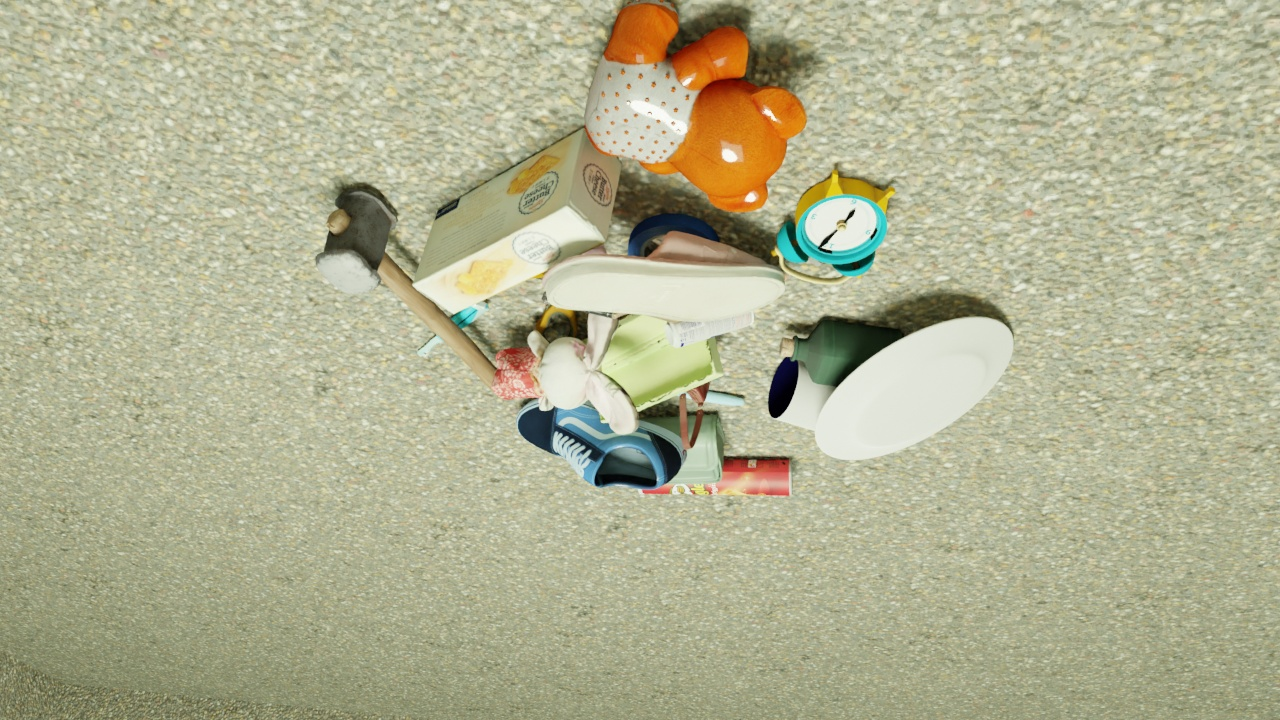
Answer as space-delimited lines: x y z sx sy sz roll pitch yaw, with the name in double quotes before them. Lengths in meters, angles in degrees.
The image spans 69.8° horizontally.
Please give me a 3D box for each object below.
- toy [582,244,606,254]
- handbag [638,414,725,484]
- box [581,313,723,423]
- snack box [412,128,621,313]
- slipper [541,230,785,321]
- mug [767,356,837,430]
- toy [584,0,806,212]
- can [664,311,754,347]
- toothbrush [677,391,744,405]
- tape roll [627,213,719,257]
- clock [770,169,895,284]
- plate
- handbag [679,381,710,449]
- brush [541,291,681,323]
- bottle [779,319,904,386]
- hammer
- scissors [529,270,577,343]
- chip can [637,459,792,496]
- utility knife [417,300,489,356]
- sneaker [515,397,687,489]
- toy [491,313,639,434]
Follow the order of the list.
"toy" -0.065 -0.106 0.922 0.047 0.063 0.110 40 162 15
"handbag" 0.048 0.118 1.227 0.122 0.067 0.106 -1 143 13
"box" 0.000 -0.003 1.080 0.189 0.066 0.127 -28 113 38
"snack box" -0.119 -0.128 0.874 0.208 0.104 0.057 -20 136 34
"slipper" 0.029 -0.082 0.889 0.273 0.054 0.114 1 157 -37
"mug" 0.207 0.045 1.095 0.097 0.078 0.112 17 172 -13
"toy" 0.044 -0.203 0.762 0.172 0.092 0.164 24 141 -2
"can" 0.074 -0.041 0.990 0.095 0.032 0.032 -17 148 -15
"toothbrush" 0.055 0.043 1.162 0.155 0.016 0.022 7 177 1
"tape roll" 0.034 -0.113 0.942 0.091 0.016 0.093 25 141 -24
"clock" 0.187 -0.123 0.882 0.099 0.043 0.130 14 138 -9
"plate" 0.309 0.042 1.023 0.242 0.016 0.243 -15 143 -12
"handbag" 0.060 0.053 1.085 0.029 0.119 0.055 -17 138 31
"brush" -0.028 -0.062 0.971 0.151 0.038 0.012 13 156 7
"bottle" 0.221 -0.007 1.020 0.131 0.061 0.061 8 143 0
"hammer" -0.233 -0.053 1.017 0.052 0.097 0.328 -10 144 22
"scissors" -0.108 -0.077 1.022 0.225 0.016 0.230 2 144 3
"chip can" 0.105 0.165 1.294 0.215 0.051 0.052 -1 144 11
"utility knife" -0.229 -0.036 1.105 0.022 0.015 0.162 29 142 -25
"sneaker" -0.068 0.107 1.159 0.241 0.098 0.083 13 117 23
"toy" -0.092 0.013 1.044 0.195 0.084 0.159 -6 101 35
